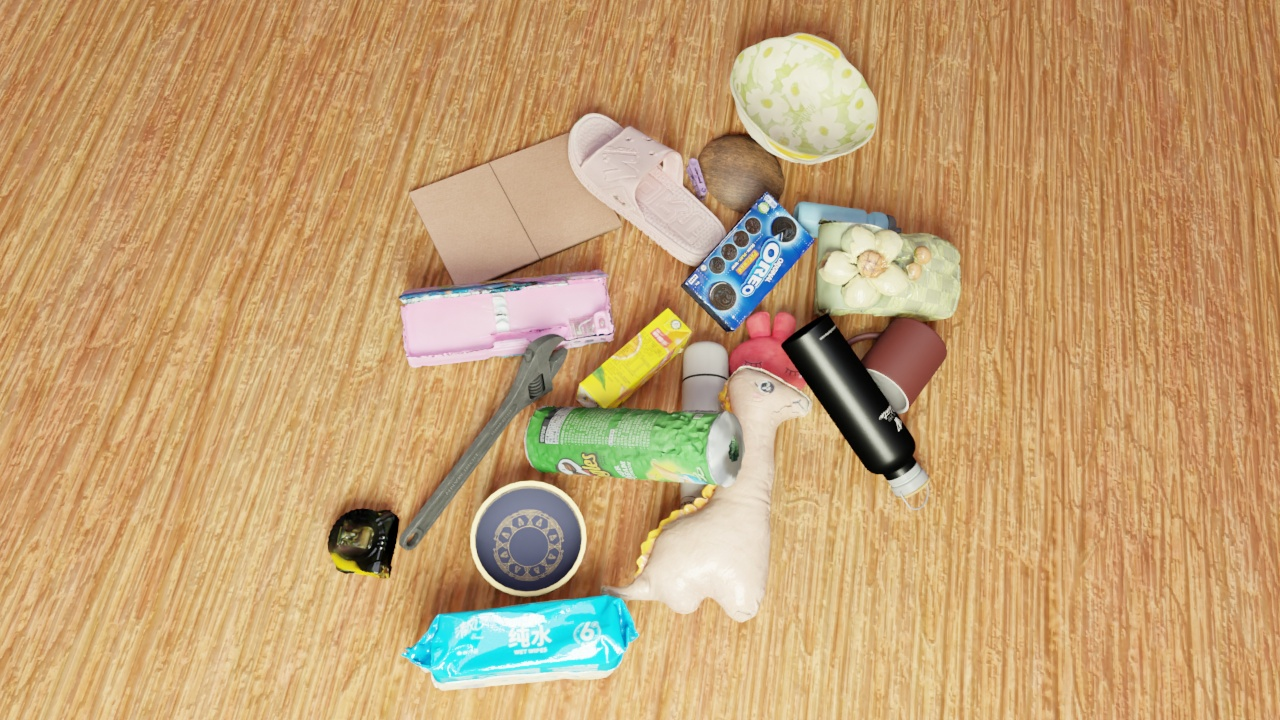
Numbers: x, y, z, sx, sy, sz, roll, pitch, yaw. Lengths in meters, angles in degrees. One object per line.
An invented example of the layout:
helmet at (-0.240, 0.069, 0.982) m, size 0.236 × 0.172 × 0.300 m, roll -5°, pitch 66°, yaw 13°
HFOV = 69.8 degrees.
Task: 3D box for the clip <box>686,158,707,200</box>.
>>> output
clip at (0.069, -0.221, 1.114) m, size 0.013 × 0.036 × 0.053 m, roll -14°, pitch 85°, yaw -10°

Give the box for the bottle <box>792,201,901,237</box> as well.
bottle at (0.250, -0.163, 1.106) m, size 0.130 × 0.040 × 0.040 m, roll 7°, pitch 68°, yaw -4°

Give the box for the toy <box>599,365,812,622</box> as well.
toy at (0.070, 0.122, 0.909) m, size 0.196 × 0.065 × 0.263 m, roll 4°, pitch 64°, yaw 5°

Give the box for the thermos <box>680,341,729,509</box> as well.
thermos at (0.070, 0.088, 0.982) m, size 0.052 × 0.052 × 0.223 m, roll 4°, pitch 69°, yaw -5°

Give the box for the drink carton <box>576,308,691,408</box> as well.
drink carton at (-0.006, 0.006, 1.002) m, size 0.134 × 0.059 × 0.043 m, roll -41°, pitch 81°, yaw -19°

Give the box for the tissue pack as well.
tissue pack at (-0.111, 0.268, 0.859) m, size 0.209 × 0.117 × 0.066 m, roll -4°, pitch 64°, yaw -8°

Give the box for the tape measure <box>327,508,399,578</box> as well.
tape measure at (-0.276, 0.178, 0.910) m, size 0.063 × 0.038 × 0.067 m, roll 4°, pitch 69°, yaw 11°

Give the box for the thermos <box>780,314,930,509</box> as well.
thermos at (0.242, 0.061, 0.992) m, size 0.061 × 0.061 × 0.231 m, roll -36°, pitch 92°, yaw -18°

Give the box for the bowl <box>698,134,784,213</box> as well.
bowl at (0.126, -0.237, 1.126) m, size 0.101 × 0.026 × 0.114 m, roll -34°, pitch 76°, yaw -17°

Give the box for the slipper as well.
slipper at (0.009, -0.209, 1.078) m, size 0.239 × 0.065 × 0.094 m, roll 44°, pitch 62°, yaw 8°

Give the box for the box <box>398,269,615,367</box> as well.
box at (-0.143, -0.059, 0.990) m, size 0.230 × 0.097 × 0.085 m, roll -7°, pitch 70°, yaw -9°

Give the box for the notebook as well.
notebook at (-0.146, -0.177, 1.082) m, size 0.209 × 0.008 × 0.141 m, roll -25°, pitch 74°, yaw -15°

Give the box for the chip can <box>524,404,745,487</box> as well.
chip can at (-0.007, 0.081, 0.903) m, size 0.224 × 0.075 × 0.075 m, roll 0°, pitch 63°, yaw 34°

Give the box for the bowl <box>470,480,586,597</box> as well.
bowl at (-0.112, 0.183, 0.920) m, size 0.112 × 0.061 × 0.112 m, roll 2°, pitch 69°, yaw -6°

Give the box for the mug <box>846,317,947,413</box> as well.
mug at (0.278, -0.001, 1.036) m, size 0.106 × 0.073 × 0.082 m, roll 28°, pitch 66°, yaw 33°

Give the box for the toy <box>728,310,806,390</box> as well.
toy at (0.144, 0.005, 1.026) m, size 0.091 × 0.045 × 0.135 m, roll 14°, pitch 66°, yaw -5°

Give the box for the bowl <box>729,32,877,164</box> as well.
bowl at (0.193, -0.310, 1.135) m, size 0.188 × 0.060 × 0.218 m, roll 20°, pitch 60°, yaw -4°

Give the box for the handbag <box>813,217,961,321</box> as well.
handbag at (0.285, -0.104, 1.042) m, size 0.186 × 0.117 × 0.113 m, roll 4°, pitch 87°, yaw -9°

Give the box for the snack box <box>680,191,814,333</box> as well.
snack box at (0.124, -0.112, 1.055) m, size 0.082 × 0.027 × 0.150 m, roll 42°, pitch 79°, yaw -7°

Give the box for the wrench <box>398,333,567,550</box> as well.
wrench at (-0.161, 0.082, 0.957) m, size 0.018 × 0.073 × 0.272 m, roll 28°, pitch 73°, yaw 28°
